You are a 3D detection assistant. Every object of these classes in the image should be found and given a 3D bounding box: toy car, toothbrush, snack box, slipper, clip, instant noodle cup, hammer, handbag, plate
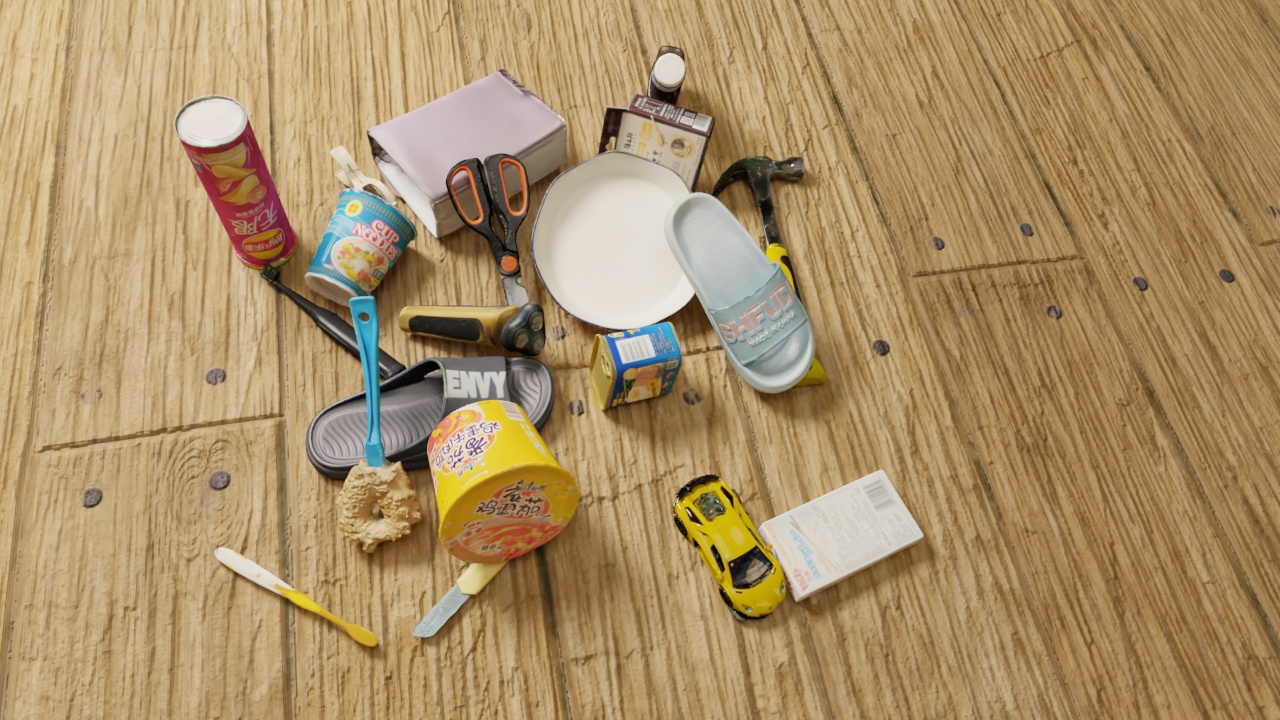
[{"bbox_3d":[0.094,0.191,0.944,0.071,0.041,0.155,-25,69,-17],"label":"toy car"},{"bbox_3d":[-0.335,0.230,0.891,0.191,0.018,0.016,26,60,10],"label":"toothbrush"},{"bbox_3d":[0.016,-0.257,1.125,0.125,0.113,0.053,19,46,3],"label":"snack box"},{"bbox_3d":[0.211,0.183,0.969,0.156,0.027,0.084,-21,67,-16],"label":"snack box"},{"bbox_3d":[-0.217,0.054,0.959,0.268,0.083,0.110,-14,67,-12],"label":"slipper"},{"bbox_3d":[-0.336,-0.211,1.106,0.034,0.072,0.100,-36,75,-22],"label":"clip"},{"bbox_3d":[-0.321,-0.121,1.038,0.099,0.099,0.109,21,70,5],"label":"instant noodle cup"},{"bbox_3d":[-0.144,0.113,0.903,0.138,0.138,0.109,-19,47,-16],"label":"instant noodle cup"},{"bbox_3d":[0.114,-0.081,1.016,0.104,0.074,0.245,-32,88,-9],"label":"slipper"},{"bbox_3d":[0.166,-0.117,1.120,0.126,0.032,0.322,-4,63,-8],"label":"hammer"},{"bbox_3d":[-0.347,-0.043,1.025,0.212,0.027,0.026,36,27,12],"label":"toothbrush"},{"bbox_3d":[-0.207,-0.256,1.113,0.196,0.099,0.145,-34,73,-20],"label":"handbag"},{"bbox_3d":[-0.024,-0.135,1.063,0.205,0.045,0.205,0,87,-7],"label":"plate"}]

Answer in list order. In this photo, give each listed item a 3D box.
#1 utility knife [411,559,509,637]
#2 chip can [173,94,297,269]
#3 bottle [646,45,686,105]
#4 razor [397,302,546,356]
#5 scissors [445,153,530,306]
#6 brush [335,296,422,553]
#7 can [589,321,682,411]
[{"bbox_3d":[-0.150,0.198,0.925,0.031,0.022,0.210,34,58,17],"label":"utility knife"},{"bbox_3d":[-0.430,-0.186,0.986,0.071,0.211,0.071,2,62,-5],"label":"chip can"},{"bbox_3d":[0.033,-0.350,1.137,0.044,0.194,0.080,10,101,-3],"label":"bottle"},{"bbox_3d":[-0.188,-0.039,1.014,0.167,0.062,0.067,5,26,13],"label":"razor"},{"bbox_3d":[-0.167,-0.118,1.039,0.141,0.022,0.235,7,89,-13],"label":"scissors"},{"bbox_3d":[-0.265,0.064,0.909,0.083,0.046,0.254,-4,92,4],"label":"brush"},{"bbox_3d":[-0.006,0.006,0.997,0.083,0.102,0.057,-13,64,-16],"label":"can"}]
